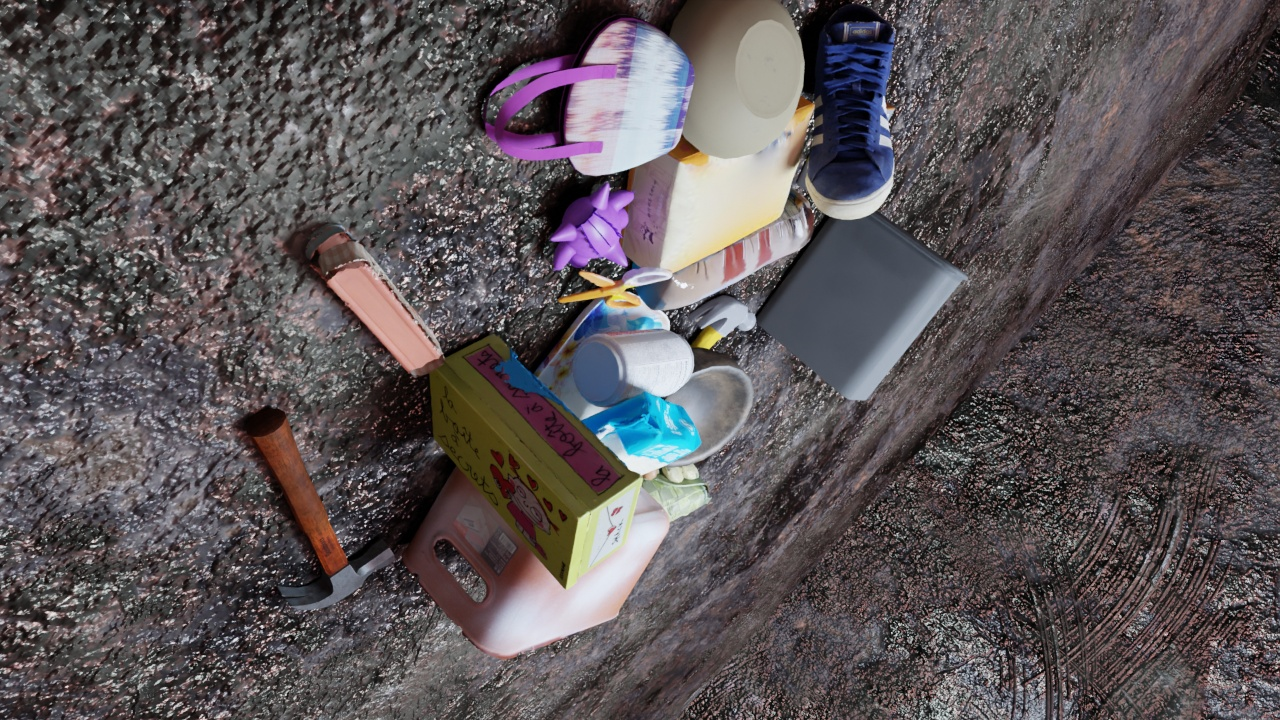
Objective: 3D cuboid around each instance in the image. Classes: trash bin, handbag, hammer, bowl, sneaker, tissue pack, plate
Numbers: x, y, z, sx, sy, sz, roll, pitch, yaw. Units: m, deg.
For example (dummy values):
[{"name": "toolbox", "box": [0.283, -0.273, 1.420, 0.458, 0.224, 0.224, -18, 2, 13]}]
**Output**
[{"name": "trash bin", "box": [0.300, -0.086, 1.271, 0.220, 0.192, 0.097, -55, 153, 17]}, {"name": "handbag", "box": [-0.047, -0.204, 0.737, 0.169, 0.068, 0.145, -21, 143, -33]}, {"name": "hammer", "box": [-0.304, 0.143, 0.844, 0.110, 0.028, 0.301, -35, 151, -27]}, {"name": "handbag", "box": [0.009, 0.179, 1.280, 0.186, 0.113, 0.117, -25, 138, -37]}, {"name": "trash bin", "box": [-0.107, 0.200, 1.053, 0.259, 0.181, 0.157, 5, 121, -58]}, {"name": "bowl", "box": [0.056, 0.051, 1.153, 0.162, 0.070, 0.162, -19, 134, -21]}, {"name": "sneaker", "box": [0.219, -0.264, 0.927, 0.119, 0.091, 0.232, 88, 12, -49]}, {"name": "hammer", "box": [0.026, 0.044, 1.216, 0.324, 0.029, 0.127, -50, 154, 5]}, {"name": "tissue pack", "box": [-0.013, 0.086, 0.993, 0.117, 0.066, 0.209, -25, 167, 13]}, {"name": "bowl", "box": [0.094, -0.254, 0.806, 0.152, 0.050, 0.152, -11, 109, -37]}, {"name": "plate", "box": [-0.053, 0.004, 1.049, 0.187, 0.016, 0.187, -51, 153, 7]}]

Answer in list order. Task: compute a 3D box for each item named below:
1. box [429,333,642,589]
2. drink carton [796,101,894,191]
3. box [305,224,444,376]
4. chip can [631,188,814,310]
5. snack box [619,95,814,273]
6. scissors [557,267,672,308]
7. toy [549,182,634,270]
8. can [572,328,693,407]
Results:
[{"name": "box", "box": [-0.106, 0.090, 0.859, 0.082, 0.221, 0.125, -32, 152, -34]}, {"name": "drink carton", "box": [0.248, -0.260, 1.112, 0.076, 0.048, 0.125, -21, 143, -44]}, {"name": "box", "box": [-0.202, -0.037, 0.732, 0.187, 0.058, 0.060, 66, 36, -63]}, {"name": "chip can", "box": [0.097, -0.126, 1.033, 0.228, 0.080, 0.080, -29, 148, -32]}, {"name": "snack box", "box": [0.081, -0.182, 0.926, 0.194, 0.080, 0.145, -30, 148, -32]}, {"name": "scissors", "box": [-0.023, -0.072, 0.911, 0.130, 0.011, 0.125, -14, 164, 26]}, {"name": "toy", "box": [-0.043, -0.121, 0.850, 0.106, 0.056, 0.088, -44, 153, 0]}, {"name": "can", "box": [-0.006, 0.006, 1.012, 0.135, 0.078, 0.078, -8, 133, -52]}]
